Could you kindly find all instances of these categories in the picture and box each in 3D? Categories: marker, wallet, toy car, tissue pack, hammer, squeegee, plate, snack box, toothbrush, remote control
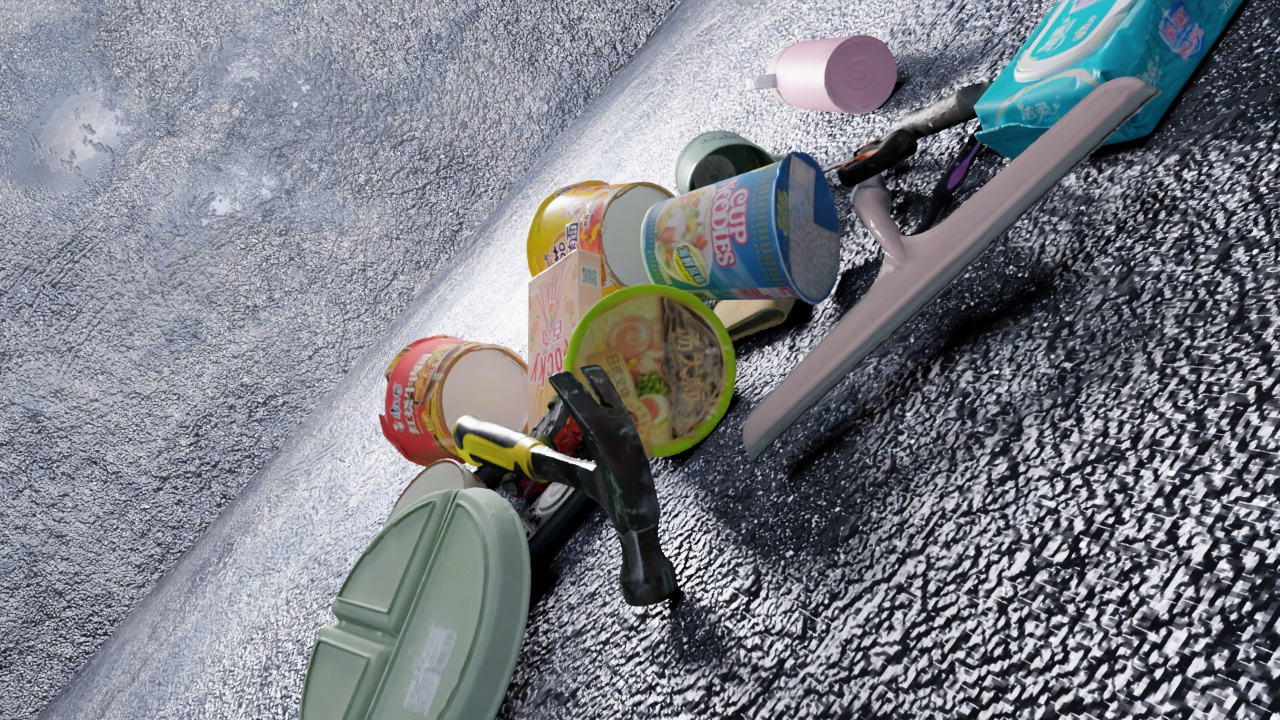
[{"bbox_3d":[-0.172,0.138,0.860,0.132,0.020,0.022,-43,33,14],"label":"marker"},{"bbox_3d":[0.091,-0.059,0.680,0.087,0.024,0.114,-20,33,45],"label":"wallet"},{"bbox_3d":[-0.072,0.072,0.730,0.121,0.045,0.052,-45,20,46],"label":"toy car"},{"bbox_3d":[0.250,-0.166,0.498,0.133,0.050,0.093,-52,19,-13],"label":"tissue pack"},{"bbox_3d":[-0.071,0.063,0.613,0.031,0.126,0.324,-16,8,-25],"label":"hammer"},{"bbox_3d":[0.141,-0.085,0.540,0.248,0.040,0.249,-47,8,21],"label":"squeegee"},{"bbox_3d":[-0.158,0.187,0.607,0.231,0.027,0.229,-31,42,32],"label":"plate"},{"bbox_3d":[-0.066,-0.010,0.797,0.085,0.026,0.157,-26,60,48],"label":"snack box"},{"bbox_3d":[0.199,-0.121,0.578,0.188,0.014,0.018,-53,18,-20],"label":"toothbrush"},{"bbox_3d":[-0.066,0.115,0.663,0.136,0.024,0.053,-47,17,-5],"label":"remote control"}]

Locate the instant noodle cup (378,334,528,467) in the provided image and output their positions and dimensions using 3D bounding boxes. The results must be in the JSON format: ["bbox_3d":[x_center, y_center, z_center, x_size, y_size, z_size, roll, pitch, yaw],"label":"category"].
[{"bbox_3d":[-0.169,0.040,0.897,0.109,0.138,0.137,-4,45,52],"label":"instant noodle cup"}]

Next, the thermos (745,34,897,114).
[{"bbox_3d":[0.162,-0.268,0.865,0.087,0.067,0.198,-11,20,-7],"label":"thermos"}]

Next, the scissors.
[{"bbox_3d":[0.157,-0.145,0.638,0.189,0.022,0.230,-34,10,-32],"label":"scissors"}]

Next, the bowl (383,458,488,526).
[{"bbox_3d":[-0.149,0.140,0.716,0.114,0.062,0.113,-33,39,32],"label":"bowl"}]

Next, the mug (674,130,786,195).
[{"bbox_3d":[0.089,-0.167,0.831,0.112,0.082,0.106,-15,20,0],"label":"mug"}]

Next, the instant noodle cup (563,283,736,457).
[{"bbox_3d":[-0.004,0.004,0.642,0.111,0.111,0.123,-48,10,-4],"label":"instant noodle cup"}]

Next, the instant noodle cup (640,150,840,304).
[{"bbox_3d":[0.063,-0.079,0.612,0.110,0.099,0.099,-6,41,35],"label":"instant noodle cup"}]

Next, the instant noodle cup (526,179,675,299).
[{"bbox_3d":[-0.023,-0.108,0.871,0.110,0.138,0.137,-2,47,54],"label":"instant noodle cup"}]
